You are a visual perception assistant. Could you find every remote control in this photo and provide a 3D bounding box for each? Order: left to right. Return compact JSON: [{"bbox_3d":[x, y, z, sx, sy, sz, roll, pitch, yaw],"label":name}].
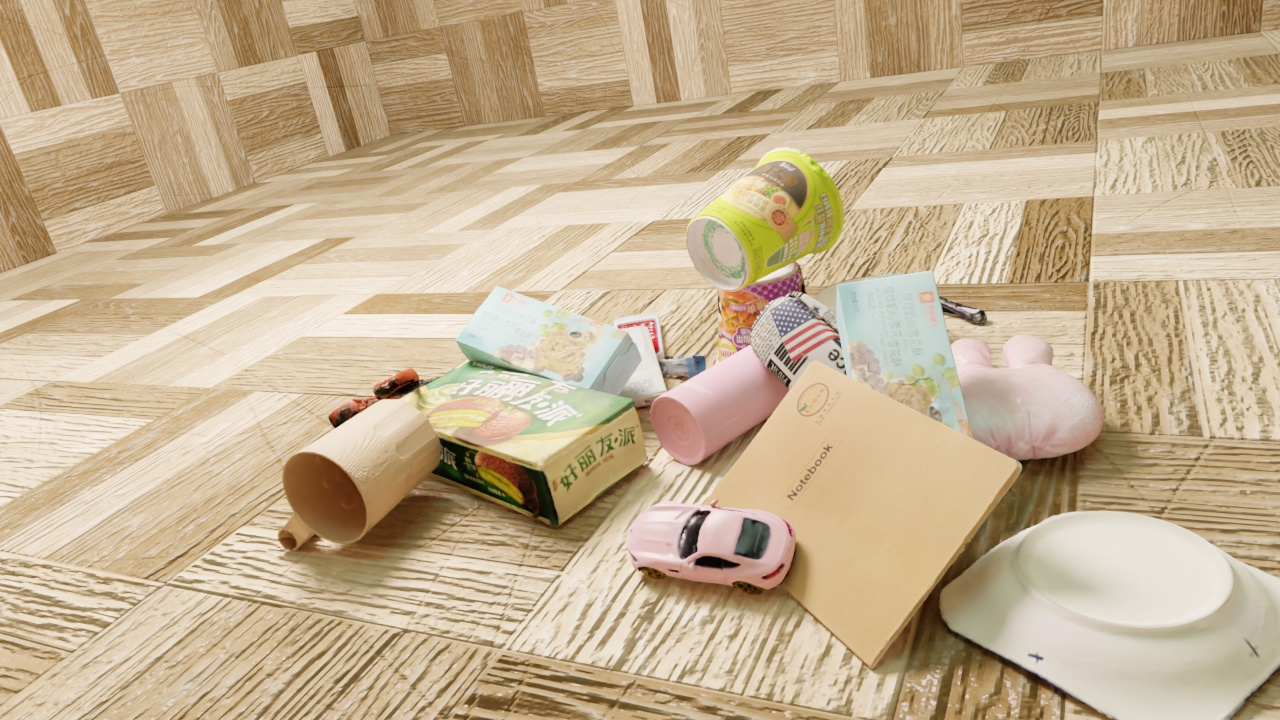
[{"bbox_3d":[-0.006,0.005,0.936,0.049,0.024,0.124,-13,37,-2],"label":"remote control"},{"bbox_3d":[-0.003,-0.023,1.034,0.056,0.020,0.135,-10,23,3],"label":"remote control"}]

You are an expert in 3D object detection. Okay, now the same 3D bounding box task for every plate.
[{"bbox_3d":[0.277,0.131,0.528,0.164,0.034,0.164,-23,25,-29],"label":"plate"}]

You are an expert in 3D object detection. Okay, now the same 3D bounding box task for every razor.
[{"bbox_3d":[0.310,-0.063,0.984,0.042,0.022,0.143,-24,26,-25],"label":"razor"}]

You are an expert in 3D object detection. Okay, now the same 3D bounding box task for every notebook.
[{"bbox_3d":[0.133,0.088,0.615,0.148,0.008,0.208,-53,31,-1],"label":"notebook"}]

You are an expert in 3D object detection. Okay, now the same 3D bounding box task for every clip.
[{"bbox_3d":[0.041,0.006,0.942,0.038,0.026,0.058,-20,17,-41],"label":"clip"}]

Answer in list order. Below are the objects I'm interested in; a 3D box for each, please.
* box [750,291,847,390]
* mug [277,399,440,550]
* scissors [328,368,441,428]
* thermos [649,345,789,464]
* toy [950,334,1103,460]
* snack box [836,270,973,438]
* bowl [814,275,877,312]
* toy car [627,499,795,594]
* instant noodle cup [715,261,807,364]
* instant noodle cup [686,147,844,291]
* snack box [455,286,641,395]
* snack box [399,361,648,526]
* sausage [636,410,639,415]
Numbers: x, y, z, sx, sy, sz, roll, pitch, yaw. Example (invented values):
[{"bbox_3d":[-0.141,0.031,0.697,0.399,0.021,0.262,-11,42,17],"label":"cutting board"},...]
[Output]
[{"bbox_3d":[0.159,0.011,0.764,0.087,0.076,0.163,-35,64,-15],"label":"box"},{"bbox_3d":[-0.239,0.100,0.769,0.125,0.084,0.103,-43,1,34],"label":"mug"},{"bbox_3d":[-0.222,0.023,0.905,0.208,0.015,0.186,-32,-2,-39],"label":"scissors"},{"bbox_3d":[0.108,0.025,0.816,0.198,0.067,0.087,-26,34,-34],"label":"thermos"},{"bbox_3d":[0.296,0.027,0.732,0.121,0.054,0.159,-3,30,15],"label":"toy"},{"bbox_3d":[0.196,0.020,0.686,0.074,0.052,0.174,-8,62,9],"label":"snack box"},{"bbox_3d":[0.229,-0.035,0.896,0.116,0.066,0.116,-9,22,3],"label":"bowl"},{"bbox_3d":[0.045,0.124,0.624,0.123,0.037,0.056,1,50,29],"label":"toy car"},{"bbox_3d":[0.126,-0.048,0.934,0.111,0.099,0.111,-8,23,3],"label":"instant noodle cup"},{"bbox_3d":[0.112,-0.126,0.871,0.123,0.112,0.112,-35,32,-30],"label":"instant noodle cup"},{"bbox_3d":[-0.091,-0.010,0.893,0.175,0.052,0.074,20,65,30],"label":"snack box"},{"bbox_3d":[-0.118,0.066,0.819,0.240,0.063,0.114,11,33,44],"label":"snack box"},{"bbox_3d":[-0.073,0.046,0.902,0.165,0.021,0.021,3,26,29],"label":"sausage"}]
